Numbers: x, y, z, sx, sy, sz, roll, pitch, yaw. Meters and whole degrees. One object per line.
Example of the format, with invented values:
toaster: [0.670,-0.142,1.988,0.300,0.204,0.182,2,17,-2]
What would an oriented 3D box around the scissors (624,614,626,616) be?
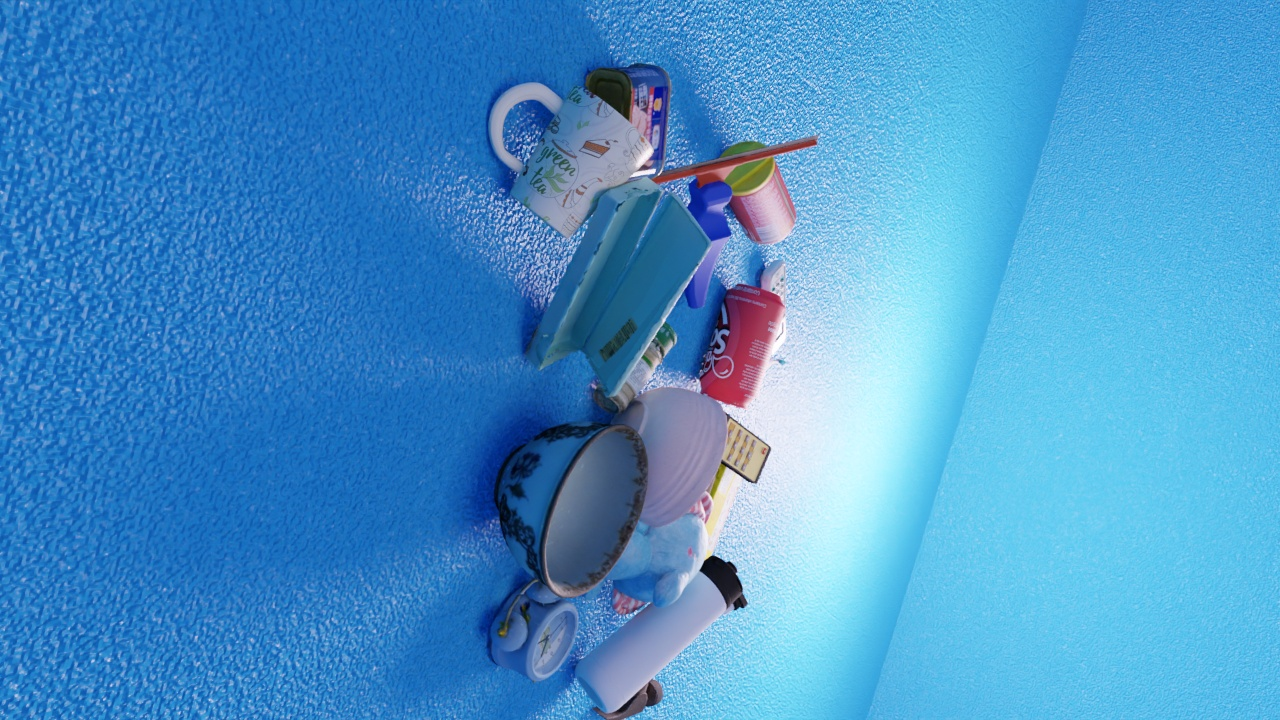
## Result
scissors: [0.015,0.268,1.151,0.129,0.014,0.117,-61,151,-19]

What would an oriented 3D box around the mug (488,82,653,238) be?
mug: [-0.065,-0.162,0.714,0.122,0.081,0.097,37,93,-34]

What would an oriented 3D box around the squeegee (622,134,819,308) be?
squeegee: [0.066,-0.135,0.963,0.248,0.055,0.185,-19,134,-26]

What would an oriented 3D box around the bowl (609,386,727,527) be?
bowl: [0.011,0.086,0.936,0.076,0.153,0.152,32,75,-26]

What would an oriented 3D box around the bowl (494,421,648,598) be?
bowl: [-0.074,0.122,0.831,0.159,0.094,0.160,-36,135,-47]

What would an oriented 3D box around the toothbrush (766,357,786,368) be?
toothbrush: [0.158,0.002,1.245,0.187,0.019,0.018,-1,109,-60]

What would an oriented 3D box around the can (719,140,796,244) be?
can: [0.133,-0.188,1.045,0.066,0.067,0.124,-65,151,-13]

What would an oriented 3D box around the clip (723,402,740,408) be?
clip: [0.126,0.047,1.220,0.060,0.043,0.023,-76,174,-67]

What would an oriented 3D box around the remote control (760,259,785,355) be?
remote control: [0.176,-0.071,1.233,0.050,0.022,0.133,-46,142,-40]

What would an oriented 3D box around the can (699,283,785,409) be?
can: [0.122,-0.017,1.115,0.074,0.074,0.142,17,91,-61]

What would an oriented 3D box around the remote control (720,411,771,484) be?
remote control: [0.124,0.113,1.209,0.133,0.013,0.058,35,74,-40]

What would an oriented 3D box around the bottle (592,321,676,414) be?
bottle: [-0.006,0.005,0.940,0.109,0.043,0.043,-54,146,-29]

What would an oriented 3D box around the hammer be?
hammer: [0.027,0.293,1.147,0.119,0.033,0.330,6,103,-56]

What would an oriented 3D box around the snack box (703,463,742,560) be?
snack box: [0.099,0.193,1.245,0.152,0.025,0.075,-66,151,-11]

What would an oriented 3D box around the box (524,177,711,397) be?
box: [-0.013,-0.050,0.770,0.077,0.091,0.189,-33,159,-52]

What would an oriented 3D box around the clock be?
clock: [-0.105,0.260,0.899,0.088,0.052,0.125,-48,144,-34]

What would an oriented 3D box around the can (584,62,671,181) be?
can: [-0.014,-0.205,0.796,0.058,0.054,0.100,-24,126,-51]

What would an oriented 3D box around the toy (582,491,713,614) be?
toy: [0.007,0.221,1.016,0.180,0.115,0.184,11,118,-54]

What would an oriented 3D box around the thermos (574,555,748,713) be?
thermos: [0.032,0.329,1.097,0.229,0.068,0.101,-35,133,-24]
